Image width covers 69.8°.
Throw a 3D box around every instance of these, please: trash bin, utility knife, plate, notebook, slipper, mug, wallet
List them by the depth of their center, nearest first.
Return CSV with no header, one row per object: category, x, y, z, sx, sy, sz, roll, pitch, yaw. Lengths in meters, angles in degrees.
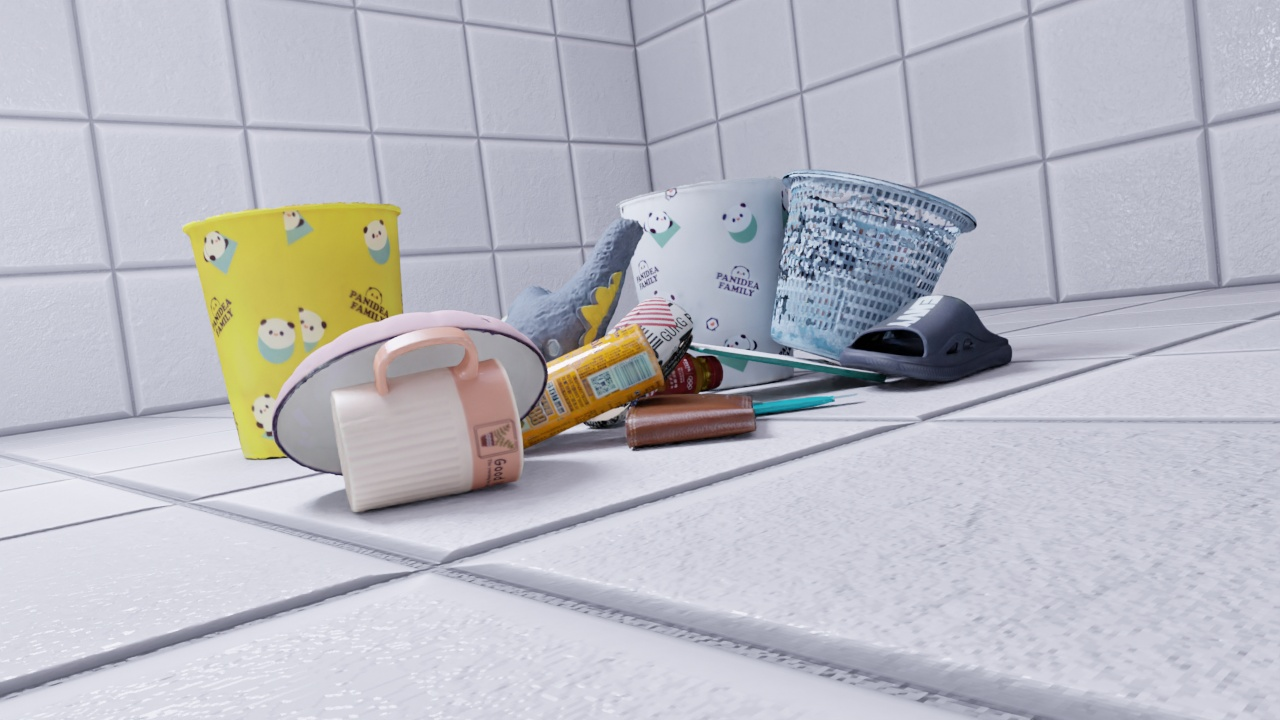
mug,-0.136,0.035,0.579,0.105,0.115,0.081,-10,34,-21
plate,-0.162,0.020,0.653,0.192,0.039,0.193,-17,-28,-10
wallet,0.044,0.045,0.744,0.101,0.032,0.124,-4,4,7
utility knife,0.112,0.041,0.824,0.174,0.013,0.029,-7,4,-4
slipper,0.303,-0.029,0.962,0.267,0.083,0.111,-5,9,-44
notebook,0.141,-0.003,1.009,0.209,0.012,0.150,8,3,-16
trash bin,-0.368,-0.033,1.028,0.229,0.255,0.229,-7,4,0
trash bin,0.250,-0.095,1.070,0.226,0.195,0.226,16,3,-1
trash bin,0.096,-0.094,1.201,0.229,0.252,0.229,-7,2,0

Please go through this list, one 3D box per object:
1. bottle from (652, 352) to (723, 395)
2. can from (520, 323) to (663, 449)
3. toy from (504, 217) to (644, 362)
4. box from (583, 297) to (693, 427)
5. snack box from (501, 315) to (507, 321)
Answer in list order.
bottle,0.012,0.023,1.001,0.174,0.057,0.058,-8,3,-34
can,-0.056,0.024,0.758,0.146,0.058,0.058,-24,3,0
toy,-0.131,0.007,0.842,0.357,0.137,0.091,-31,-29,12
box,-0.004,0.011,0.916,0.076,0.086,0.162,28,46,14
snack box,-0.157,-0.018,1.215,0.074,0.051,0.174,-26,23,17
